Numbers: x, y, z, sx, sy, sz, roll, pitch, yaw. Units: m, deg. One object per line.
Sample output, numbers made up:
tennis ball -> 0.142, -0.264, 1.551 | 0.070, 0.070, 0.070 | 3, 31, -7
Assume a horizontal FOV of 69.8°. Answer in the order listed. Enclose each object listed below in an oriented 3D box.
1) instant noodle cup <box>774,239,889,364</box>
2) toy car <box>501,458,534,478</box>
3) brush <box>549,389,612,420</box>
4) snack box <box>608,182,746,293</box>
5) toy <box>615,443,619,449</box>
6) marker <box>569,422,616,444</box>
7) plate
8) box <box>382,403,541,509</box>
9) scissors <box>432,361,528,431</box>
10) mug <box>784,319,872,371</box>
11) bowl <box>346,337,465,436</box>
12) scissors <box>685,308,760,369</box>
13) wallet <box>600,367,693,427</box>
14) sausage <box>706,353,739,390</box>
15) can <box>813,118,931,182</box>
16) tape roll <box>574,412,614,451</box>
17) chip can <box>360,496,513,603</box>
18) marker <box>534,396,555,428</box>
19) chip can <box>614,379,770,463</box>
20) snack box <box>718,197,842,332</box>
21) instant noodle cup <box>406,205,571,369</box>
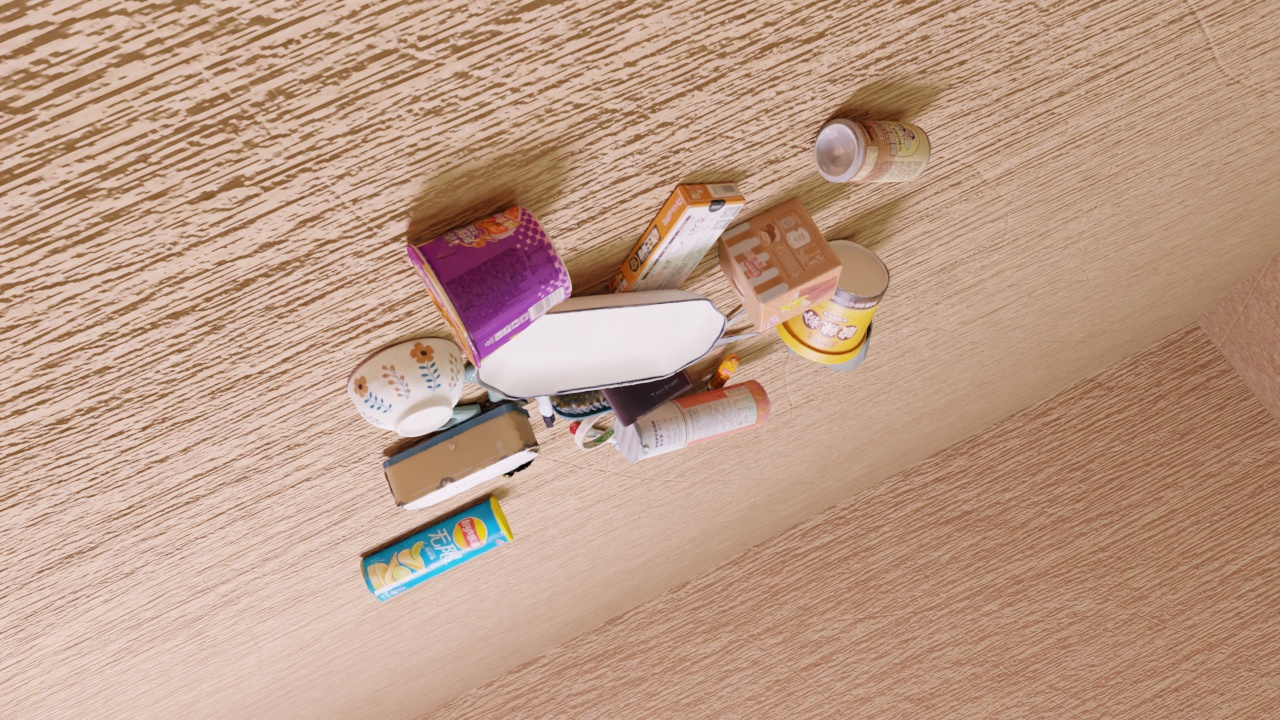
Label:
instant noodle cup -> 0.238, -0.075, 1.121 | 0.118, 0.118, 0.115 | -16, 149, -28
toy car -> -0.192, 0.122, 1.157 | 0.122, 0.037, 0.056 | 4, 143, -33
brush -> -0.036, 0.035, 1.097 | 0.144, 0.055, 0.073 | -16, 159, 0
snack box -> 0.034, -0.113, 0.900 | 0.075, 0.026, 0.154 | -10, 153, -37
toy -> 0.040, 0.099, 1.357 | 0.161, 0.049, 0.157 | -7, 149, -39
marker -> -0.060, 0.105, 1.301 | 0.017, 0.017, 0.145 | -34, 158, 15
plate -> -0.041, -0.023, 0.941 | 0.265, 0.034, 0.162 | -8, 151, -19
box -> -0.198, 0.110, 1.060 | 0.184, 0.062, 0.090 | -26, 168, 3
scissors -> -0.193, 0.051, 1.016 | 0.172, 0.019, 0.177 | -26, 160, -6
mug -> 0.267, -0.034, 1.311 | 0.124, 0.083, 0.103 | -3, 164, 12
bowl -> -0.218, 0.034, 0.886 | 0.113, 0.062, 0.114 | -24, 157, -11
scissors -> 0.059, -0.003, 1.189 | 0.233, 0.021, 0.222 | -11, 153, -36
wallet -> -0.006, 0.006, 1.034 | 0.096, 0.020, 0.122 | -30, 119, 1
sausage -> 0.114, 0.021, 1.288 | 0.021, 0.021, 0.165 | -23, 166, -13
can -> 0.223, -0.201, 0.881 | 0.116, 0.058, 0.059 | -9, 152, -39
tape roll -> -0.052, 0.088, 1.246 | 0.085, 0.014, 0.086 | -34, 154, -20
chip can -> -0.294, 0.274, 1.332 | 0.210, 0.071, 0.071 | -25, 159, -5
marker -> -0.116, 0.052, 1.106 | 0.018, 0.022, 0.131 | -15, 159, -5
chip can -> 0.074, 0.081, 1.264 | 0.214, 0.071, 0.071 | -13, 155, -26
snack box -> 0.146, -0.100, 0.973 | 0.094, 0.092, 0.077 | -26, 159, -5
instant noodle cup -> -0.117, -0.066, 0.732 | 0.099, 0.111, 0.112 | -33, 160, -13
